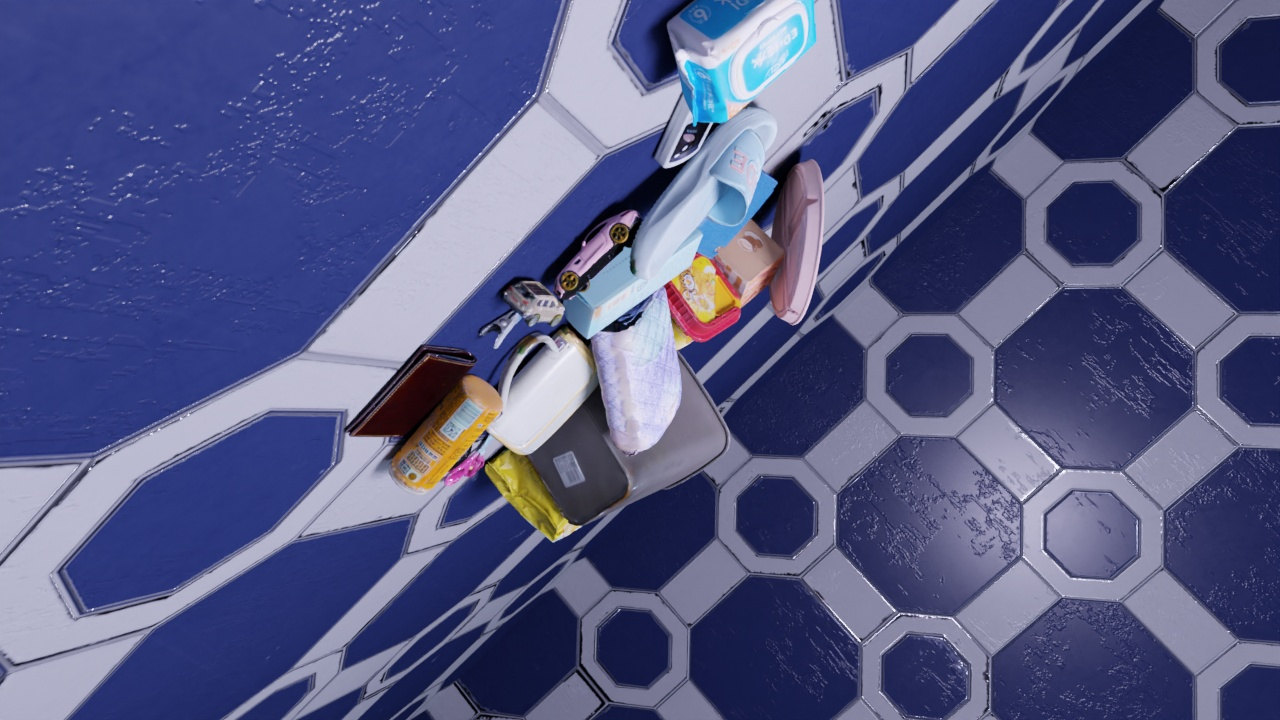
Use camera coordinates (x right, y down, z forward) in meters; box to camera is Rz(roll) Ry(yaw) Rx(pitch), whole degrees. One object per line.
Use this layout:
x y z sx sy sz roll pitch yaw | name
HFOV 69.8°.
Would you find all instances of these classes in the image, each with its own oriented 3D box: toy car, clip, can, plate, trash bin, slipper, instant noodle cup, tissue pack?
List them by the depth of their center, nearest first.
0.086 -0.267 0.760 0.140 0.063 0.090 -41 154 -7 | tissue pack
-0.106 -0.060 0.940 0.035 0.042 0.090 -47 166 12 | toy car
-0.046 -0.112 0.958 0.122 0.037 0.056 -43 171 10 | toy car
-0.141 -0.037 0.961 0.056 0.029 0.024 -43 171 -32 | clip
0.078 -0.175 0.984 0.245 0.074 0.104 -51 167 -17 | slipper
-0.219 0.084 1.031 0.146 0.058 0.058 -47 167 18 | can
0.053 -0.068 1.258 0.115 0.116 0.124 -32 175 -41 | instant noodle cup
0.212 -0.165 1.278 0.028 0.229 0.230 4 158 -4 | plate
-0.027 0.116 1.331 0.219 0.199 0.199 -24 169 -49 | trash bin

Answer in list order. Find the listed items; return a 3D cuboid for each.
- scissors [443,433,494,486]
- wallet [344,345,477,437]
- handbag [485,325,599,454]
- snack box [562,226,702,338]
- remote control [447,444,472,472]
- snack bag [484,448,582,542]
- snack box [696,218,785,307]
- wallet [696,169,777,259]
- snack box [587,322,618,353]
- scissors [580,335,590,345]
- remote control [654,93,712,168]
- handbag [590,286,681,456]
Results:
-0.216 0.124 1.270 0.136 0.017 0.105 -46 166 0 | scissors
-0.230 0.034 0.928 0.122 0.020 0.096 -44 162 12 | wallet
-0.128 0.034 1.127 0.163 0.063 0.179 -47 159 -3 | handbag
-0.010 -0.102 1.066 0.174 0.051 0.074 -36 167 -22 | snack box
-0.230 0.101 1.129 0.053 0.024 0.137 -38 168 -26 | remote control
-0.120 0.177 1.414 0.068 0.158 0.246 -55 164 22 | snack bag
0.137 -0.140 1.287 0.077 0.093 0.094 -39 166 -17 | snack box
0.108 -0.192 1.158 0.133 0.040 0.106 -46 158 16 | wallet
-0.050 -0.007 1.279 0.084 0.027 0.157 -35 170 -31 | snack box
-0.121 0.025 1.234 0.173 0.014 0.160 -36 165 -32 | scissors
0.059 -0.246 0.877 0.058 0.021 0.150 -33 163 -35 | remote control
-0.007 0.007 1.171 0.133 0.076 0.194 -56 144 -49 | handbag
